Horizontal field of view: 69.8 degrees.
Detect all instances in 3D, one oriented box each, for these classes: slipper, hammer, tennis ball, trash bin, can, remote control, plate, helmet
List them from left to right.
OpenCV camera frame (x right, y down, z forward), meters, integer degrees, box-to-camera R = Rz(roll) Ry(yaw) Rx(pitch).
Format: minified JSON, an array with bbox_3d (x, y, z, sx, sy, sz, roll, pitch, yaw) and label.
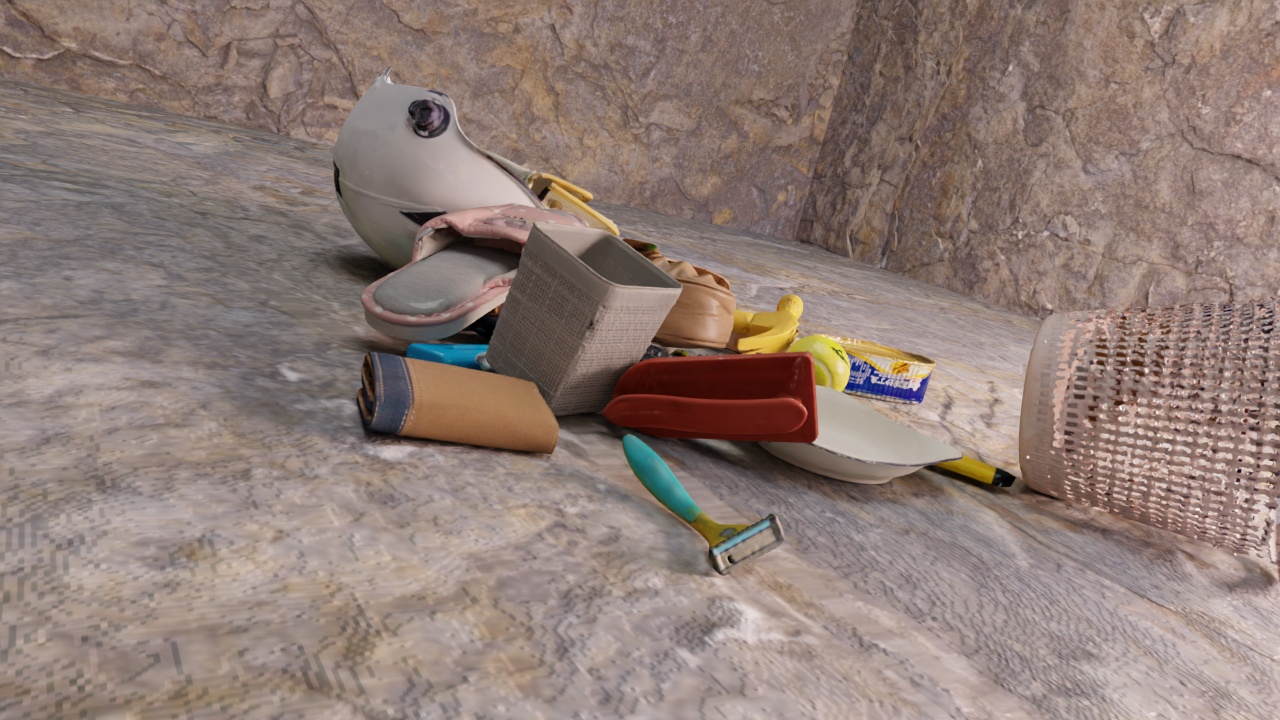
[{"bbox_3d":[-0.228,-0.167,0.974,0.259,0.145,0.229,39,-13,23],"label":"helmet"},{"bbox_3d":[-0.130,-0.093,0.783,0.114,0.055,0.273,21,33,20],"label":"slipper"},{"bbox_3d":[-0.089,-0.022,0.810,0.136,0.024,0.053,7,-10,-30],"label":"remote control"},{"bbox_3d":[0.030,-0.060,1.044,0.301,0.033,0.128,12,33,15],"label":"hammer"},{"bbox_3d":[0.168,0.009,0.882,0.065,0.065,0.065,13,13,-3],"label":"tennis ball"},{"bbox_3d":[0.147,0.058,0.714,0.163,0.034,0.164,4,16,-38],"label":"plate"},{"bbox_3d":[0.250,0.009,1.007,0.148,0.049,0.074,10,13,-19],"label":"can"},{"bbox_3d":[0.415,0.043,0.727,0.192,0.227,0.227,7,8,31],"label":"trash bin"}]

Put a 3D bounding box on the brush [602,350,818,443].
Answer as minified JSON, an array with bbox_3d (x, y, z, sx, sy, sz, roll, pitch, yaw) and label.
[{"bbox_3d":[0.047,0.027,0.634,0.146,0.063,0.069,-1,18,21],"label":"brush"}]

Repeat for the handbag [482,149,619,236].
[{"bbox_3d":[-0.118,-0.182,1.042,0.178,0.063,0.163,43,-12,-18],"label":"handbag"}]

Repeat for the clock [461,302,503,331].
[{"bbox_3d":[-0.168,-0.060,0.838,0.082,0.055,0.122,11,15,-16],"label":"clock"}]

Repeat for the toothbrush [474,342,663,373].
[{"bbox_3d":[-0.054,-0.002,0.771,0.220,0.027,0.026,-2,45,-52],"label":"toothbrush"}]

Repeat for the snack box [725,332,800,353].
[{"bbox_3d":[0.111,-0.033,1.090,0.157,0.026,0.084,21,15,29],"label":"snack box"}]

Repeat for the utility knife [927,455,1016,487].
[{"bbox_3d":[0.218,0.071,0.779,0.192,0.015,0.033,19,10,23],"label":"utility knife"}]

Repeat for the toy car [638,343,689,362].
[{"bbox_3d":[-0.004,0.004,0.742,0.120,0.045,0.052,25,17,3],"label":"toy car"}]

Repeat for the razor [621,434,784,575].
[{"bbox_3d":[0.025,0.076,0.517,0.043,0.028,0.132,-26,33,-21],"label":"razor"}]

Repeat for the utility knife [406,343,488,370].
[{"bbox_3d":[-0.115,-0.004,0.737,0.034,0.018,0.161,21,13,32],"label":"utility knife"}]

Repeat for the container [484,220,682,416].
[{"bbox_3d":[-0.046,-0.027,0.662,0.090,0.114,0.090,40,24,30],"label":"container"}]

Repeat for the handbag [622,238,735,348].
[{"bbox_3d":[-0.004,-0.066,0.915,0.204,0.100,0.147,12,2,12],"label":"handbag"}]

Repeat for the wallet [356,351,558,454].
[{"bbox_3d":[-0.115,0.027,0.576,0.115,0.033,0.090,10,16,-24],"label":"wallet"}]
